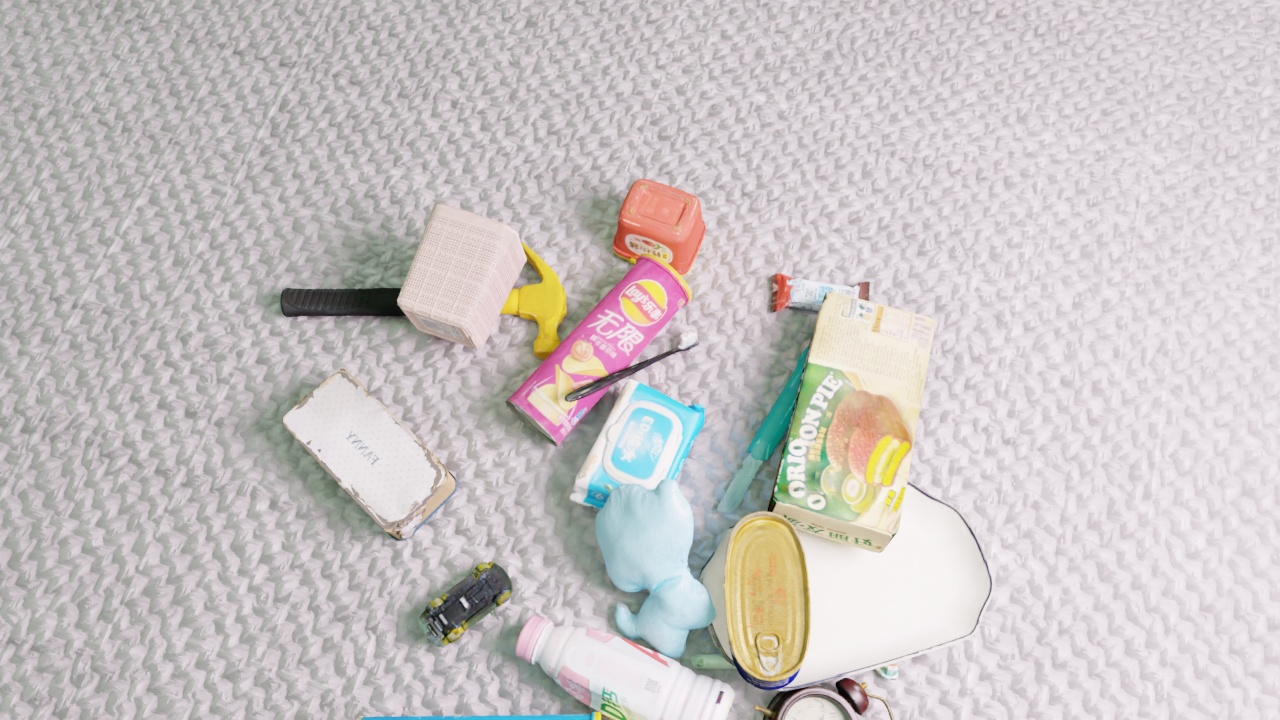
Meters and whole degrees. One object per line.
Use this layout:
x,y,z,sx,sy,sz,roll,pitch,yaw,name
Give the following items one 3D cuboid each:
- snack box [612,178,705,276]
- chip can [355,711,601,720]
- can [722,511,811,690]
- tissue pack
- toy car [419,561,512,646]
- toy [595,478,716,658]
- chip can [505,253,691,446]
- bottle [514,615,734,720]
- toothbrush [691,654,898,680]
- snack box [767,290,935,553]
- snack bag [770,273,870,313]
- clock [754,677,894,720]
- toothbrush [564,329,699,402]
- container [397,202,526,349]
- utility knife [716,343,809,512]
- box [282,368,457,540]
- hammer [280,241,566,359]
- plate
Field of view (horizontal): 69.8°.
0.021,-0.145,0.977,0.091,0.080,0.081,20,70,9,snack box
-0.138,0.340,0.784,0.210,0.071,0.071,0,69,-2,chip can
0.110,0.211,0.808,0.074,0.049,0.148,-2,59,4,can
0.000,0.092,0.895,0.090,0.063,0.139,24,71,8,tissue pack
-0.162,0.229,0.860,0.091,0.036,0.043,-37,72,-11,toy car
0.008,0.182,0.834,0.156,0.049,0.162,42,118,12,toy
-0.041,-0.012,0.931,0.071,0.071,0.210,38,74,14,chip can
-0.017,0.285,0.823,0.197,0.068,0.068,21,71,12,bottle
0.142,0.278,0.846,0.189,0.020,0.029,0,90,3,toothbrush
0.204,0.054,0.882,0.114,0.063,0.239,15,62,8,snack box
0.190,-0.067,0.973,0.104,0.026,0.048,5,75,2,snack bag
0.164,0.325,0.808,0.122,0.055,0.082,-7,69,-4,clock
-0.005,0.005,0.911,0.180,0.018,0.016,-26,36,-37,toothbrush
-0.179,-0.080,0.918,0.090,0.090,0.110,18,74,7,container
0.135,0.065,0.930,0.029,0.013,0.215,31,70,10,utility knife
-0.270,0.088,0.905,0.089,0.061,0.184,-43,72,-15,box
-0.228,-0.063,0.975,0.301,0.033,0.128,-1,69,1,hammer
0.188,0.209,0.853,0.265,0.034,0.162,-15,59,-5,plate
